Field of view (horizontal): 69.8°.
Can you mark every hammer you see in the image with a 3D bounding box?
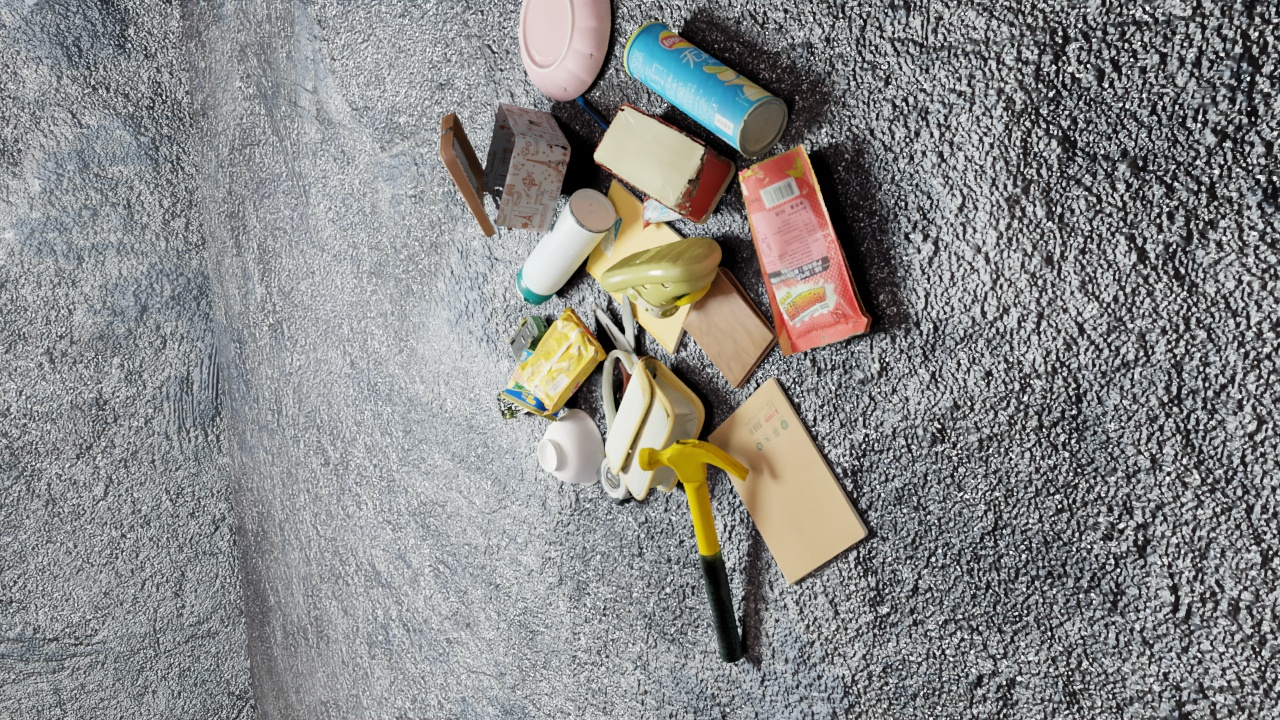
[{"bbox_3d":[0.087,0.238,1.140,0.129,0.032,0.301,-7,106,20],"label":"hammer"}]

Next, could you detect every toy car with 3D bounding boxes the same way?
[{"bbox_3d":[-0.174,-0.033,1.422,0.091,0.036,0.043,-48,64,44],"label":"toy car"},{"bbox_3d":[-0.188,0.061,1.468,0.105,0.032,0.048,-23,81,39],"label":"toy car"}]

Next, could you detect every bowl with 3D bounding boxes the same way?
[{"bbox_3d":[-0.113,0.136,1.370,0.118,0.064,0.118,16,112,47],"label":"bowl"}]

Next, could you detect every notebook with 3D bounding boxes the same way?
[{"bbox_3d":[0.004,-0.125,1.205,0.206,0.010,0.146,46,131,34],"label":"notebook"},{"bbox_3d":[0.166,0.143,1.078,0.148,0.008,0.207,-50,61,44],"label":"notebook"}]

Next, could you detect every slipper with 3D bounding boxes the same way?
[{"bbox_3d":[0.031,-0.097,1.118,0.191,0.091,0.081,-1,123,51],"label":"slipper"}]

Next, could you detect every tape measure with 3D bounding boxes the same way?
[{"bbox_3d":[-0.027,0.163,1.297,0.065,0.033,0.066,53,137,25],"label":"tape measure"}]

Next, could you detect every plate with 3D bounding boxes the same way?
[{"bbox_3d":[-0.113,-0.450,1.237,0.193,0.039,0.192,11,105,49],"label":"plate"}]

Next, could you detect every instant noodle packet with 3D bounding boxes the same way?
[{"bbox_3d":[-0.112,0.004,1.287,0.128,0.044,0.110,-49,49,13],"label":"instant noodle packet"}]

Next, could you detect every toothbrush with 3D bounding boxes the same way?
[{"bbox_3d":[-0.051,-0.319,1.224,0.189,0.016,0.014,52,140,33],"label":"toothbrush"}]

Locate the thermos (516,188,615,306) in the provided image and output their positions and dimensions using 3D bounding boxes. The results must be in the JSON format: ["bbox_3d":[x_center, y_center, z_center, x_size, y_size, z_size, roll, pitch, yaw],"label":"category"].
[{"bbox_3d":[-0.113,-0.153,1.288,0.225,0.073,0.073,-42,67,52],"label":"thermos"}]

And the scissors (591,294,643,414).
[{"bbox_3d":[-0.008,0.010,1.244,0.189,0.015,0.225,24,120,44],"label":"scissors"}]

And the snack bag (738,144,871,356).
[{"bbox_3d":[0.167,-0.114,0.974,0.129,0.073,0.208,-18,90,55],"label":"snack bag"}]

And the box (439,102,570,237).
[{"bbox_3d":[-0.206,-0.266,1.254,0.181,0.166,0.150,-116,40,-56],"label":"box"}]

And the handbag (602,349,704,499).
[{"bbox_3d":[-0.008,0.073,1.209,0.178,0.063,0.164,48,132,35],"label":"handbag"}]

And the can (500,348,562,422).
[{"bbox_3d":[-0.150,0.036,1.373,0.102,0.057,0.083,22,85,46],"label":"can"}]

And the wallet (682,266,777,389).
[{"bbox_3d":[0.106,-0.038,1.099,0.115,0.020,0.101,54,136,24],"label":"wallet"}]

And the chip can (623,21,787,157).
[{"bbox_3d":[0.070,-0.307,1.032,0.210,0.071,0.071,44,130,34],"label":"chip can"}]

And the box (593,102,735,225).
[{"bbox_3d":[0.019,-0.235,1.086,0.168,0.078,0.091,39,104,39],"label":"box"}]

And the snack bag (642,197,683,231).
[{"bbox_3d":[0.036,-0.188,1.133,0.104,0.026,0.048,-7,78,44],"label":"snack bag"}]
